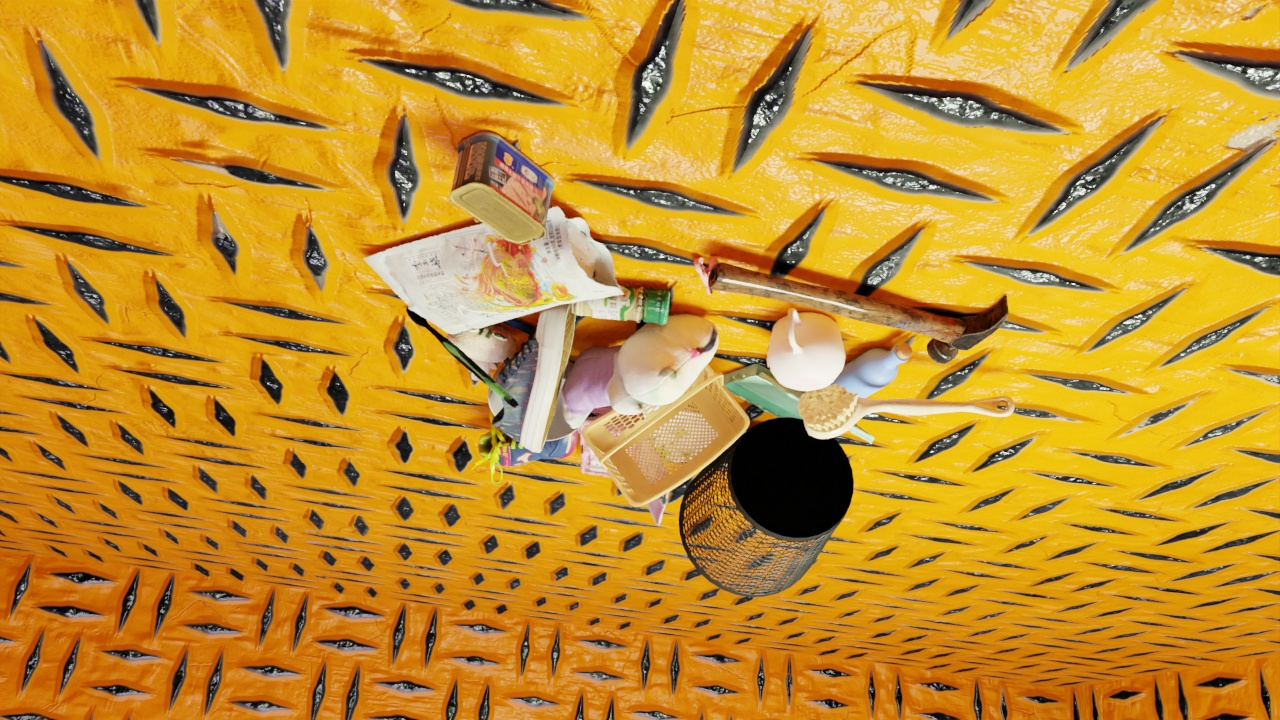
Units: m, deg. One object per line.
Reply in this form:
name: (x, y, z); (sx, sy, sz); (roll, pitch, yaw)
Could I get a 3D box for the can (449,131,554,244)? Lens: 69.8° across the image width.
can: (-0.128, -0.157, 0.850); (0.054, 0.059, 0.099); (-15, 147, 36)

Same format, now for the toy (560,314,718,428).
toy: (-0.007, 0.006, 1.107); (0.210, 0.137, 0.085); (-19, 112, 43)

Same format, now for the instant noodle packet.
instant noodle packet: (-0.161, -0.088, 0.997); (0.270, 0.057, 0.147); (-11, 137, 31)

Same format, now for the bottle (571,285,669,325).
bottle: (-0.022, -0.065, 1.038); (0.110, 0.042, 0.043); (6, 154, 2)

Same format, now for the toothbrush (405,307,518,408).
toothbrush: (-0.217, -0.004, 1.119); (0.188, 0.014, 0.017); (40, 170, 11)

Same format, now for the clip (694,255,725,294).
clip: (0.069, -0.092, 0.990); (0.041, 0.023, 0.059); (1, 148, 14)

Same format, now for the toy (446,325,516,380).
toy: (-0.200, -0.020, 1.153); (0.087, 0.050, 0.112); (10, 153, -4)

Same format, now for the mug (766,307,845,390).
mug: (0.187, -0.014, 1.059); (0.090, 0.076, 0.124); (-6, 152, 22)

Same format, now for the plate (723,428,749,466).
plate: (0.176, 0.135, 1.427); (0.173, 0.019, 0.173); (5, 154, 2)

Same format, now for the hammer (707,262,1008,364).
hammer: (0.232, -0.063, 0.990); (0.330, 0.033, 0.120); (11, 150, -17)

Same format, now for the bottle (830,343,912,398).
bottle: (0.285, 0.012, 1.124); (0.048, 0.048, 0.131); (15, 152, -18)

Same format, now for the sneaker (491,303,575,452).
sneaker: (-0.135, 0.016, 1.113); (0.079, 0.087, 0.236); (17, 129, 0)

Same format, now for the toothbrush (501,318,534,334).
toothbrush: (-0.174, -0.050, 1.124); (0.189, 0.017, 0.016); (22, 149, -31)

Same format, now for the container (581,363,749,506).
container: (0.034, 0.089, 1.159); (0.183, 0.129, 0.167); (-35, 164, -5)

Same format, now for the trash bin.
trash bin: (0.179, 0.198, 1.278); (0.217, 0.216, 0.244); (7, 155, -4)

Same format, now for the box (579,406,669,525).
box: (-0.014, 0.146, 1.360); (0.173, 0.075, 0.234); (34, 157, 11)

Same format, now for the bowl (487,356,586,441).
bowl: (-0.132, 0.039, 1.225); (0.132, 0.064, 0.132); (4, 130, 5)

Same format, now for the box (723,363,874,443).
box: (0.213, 0.058, 1.229); (0.187, 0.056, 0.138); (26, 164, -37)

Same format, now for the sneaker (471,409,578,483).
sneaker: (-0.172, 0.118, 1.353); (0.091, 0.116, 0.242); (9, 162, -29)

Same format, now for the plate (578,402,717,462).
plate: (0.018, 0.096, 1.364); (0.229, 0.030, 0.230); (6, 154, 3)

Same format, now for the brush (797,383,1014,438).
brush: (0.323, 0.058, 1.110); (0.272, 0.062, 0.077); (-2, 161, -6)
